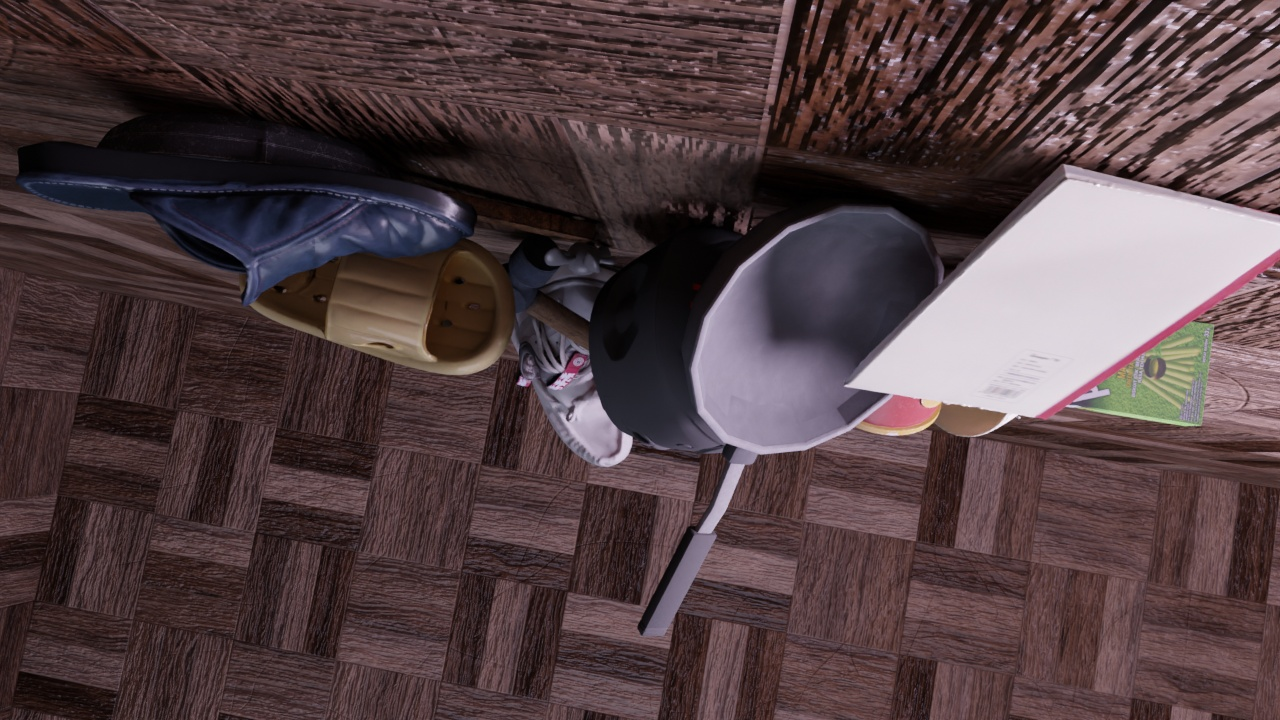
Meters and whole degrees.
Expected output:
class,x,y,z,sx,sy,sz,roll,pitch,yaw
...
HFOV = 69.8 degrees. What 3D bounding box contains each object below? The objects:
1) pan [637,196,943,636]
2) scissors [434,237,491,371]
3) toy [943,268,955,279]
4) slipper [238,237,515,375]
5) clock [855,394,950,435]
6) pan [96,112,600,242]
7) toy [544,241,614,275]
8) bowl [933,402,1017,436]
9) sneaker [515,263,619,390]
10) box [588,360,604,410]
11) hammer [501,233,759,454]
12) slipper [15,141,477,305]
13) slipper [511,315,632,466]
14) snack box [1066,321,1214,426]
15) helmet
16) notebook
class,x,y,z,sx,sy,sz,roll,pitch,yaw
pan,0.071,0.051,0.614,0.178,0.358,0.041,8,-151,-31
scissors,-0.162,-0.061,0.814,0.209,0.015,0.142,54,-155,22
toy,0.221,-0.044,0.624,0.196,0.065,0.264,4,173,9
slipper,-0.224,-0.065,0.729,0.262,0.111,0.079,13,170,19
clock,0.200,-0.012,0.801,0.159,0.081,0.116,23,-136,17
pan,-0.193,-0.126,0.668,0.356,0.040,0.208,4,179,-25
toy,-0.048,-0.087,0.775,0.049,0.030,0.111,9,-168,6
bowl,0.316,0.010,0.844,0.062,0.115,0.115,-5,-176,-31
sneaker,-0.061,-0.033,0.953,0.096,0.128,0.264,10,173,-36
box,0.028,-0.002,1.051,0.157,0.112,0.134,-25,-161,-17
hammer,-0.005,0.005,0.885,0.321,0.040,0.130,32,140,-16
slipper,-0.237,-0.074,0.568,0.265,0.083,0.109,3,176,-11
slipper,-0.087,0.019,1.128,0.112,0.247,0.074,-29,-179,17
snack box,0.370,0.000,0.732,0.147,0.080,0.025,9,176,5
helmet,0.062,-0.010,0.715,0.170,0.164,0.264,3,165,24
notebook,0.232,-0.024,0.518,0.153,0.012,0.209,9,148,-14
